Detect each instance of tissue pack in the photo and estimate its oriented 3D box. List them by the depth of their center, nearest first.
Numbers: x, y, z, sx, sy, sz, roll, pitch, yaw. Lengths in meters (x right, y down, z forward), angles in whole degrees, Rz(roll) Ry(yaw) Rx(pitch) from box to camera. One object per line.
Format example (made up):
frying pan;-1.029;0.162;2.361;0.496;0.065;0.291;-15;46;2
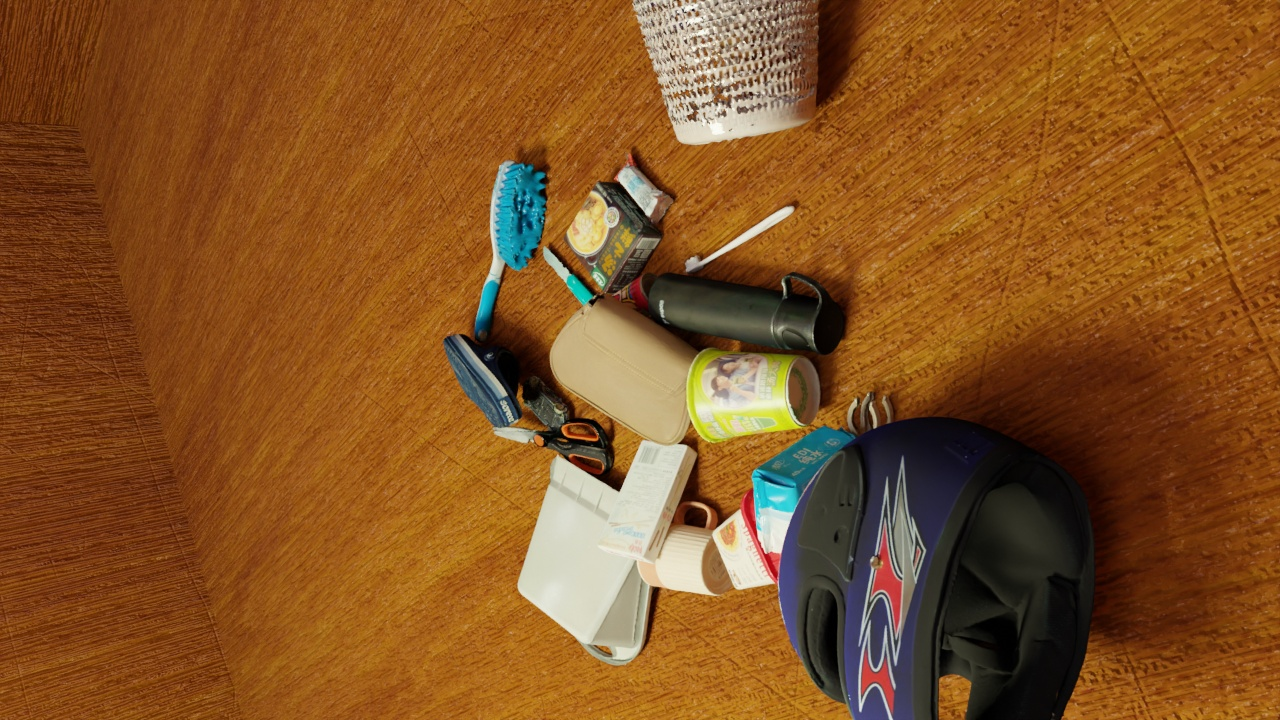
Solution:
tissue pack;0.172;0.133;0.957;0.063;0.139;0.090;19;127;45

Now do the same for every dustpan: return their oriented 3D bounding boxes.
dustpan;-0.060;0.306;1.329;0.223;0.142;0.257;25;91;41

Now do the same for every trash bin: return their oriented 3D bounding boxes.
trash bin;0.096;-0.334;0.958;0.228;0.226;0.192;6;113;46

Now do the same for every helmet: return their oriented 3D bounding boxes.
helmet;0.241;0.206;0.821;0.241;0.247;0.314;-11;49;57

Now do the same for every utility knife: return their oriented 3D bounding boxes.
utility knife;-0.078;-0.093;1.302;0.219;0.013;0.029;48;129;27

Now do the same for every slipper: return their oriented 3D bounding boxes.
slipper;-0.230;0.016;1.410;0.253;0.095;0.105;40;150;56

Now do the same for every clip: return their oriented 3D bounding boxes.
clip;0.245;0.086;0.981;0.074;0.034;0.100;17;113;43

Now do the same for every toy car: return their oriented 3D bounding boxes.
toy car;-0.140;0.067;1.378;0.105;0.031;0.049;44;133;29

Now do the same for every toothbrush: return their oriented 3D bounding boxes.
toothbrush;0.115;-0.145;1.092;0.181;0.016;0.016;-27;71;46

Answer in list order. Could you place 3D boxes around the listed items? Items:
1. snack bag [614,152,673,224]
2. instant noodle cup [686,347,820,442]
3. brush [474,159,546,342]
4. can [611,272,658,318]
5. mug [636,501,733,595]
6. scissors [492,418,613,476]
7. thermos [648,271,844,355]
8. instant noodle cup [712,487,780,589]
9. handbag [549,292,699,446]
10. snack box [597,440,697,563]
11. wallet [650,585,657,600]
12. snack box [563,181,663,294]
snack bag;0.000;-0.224;1.190;0.045;0.026;0.105;-52;61;27
instant noodle cup;0.133;0.038;1.043;0.124;0.111;0.111;-3;94;39
brush;-0.208;-0.155;1.405;0.109;0.060;0.315;32;121;45
can;-0.024;-0.063;1.212;0.133;0.053;0.053;-31;74;38
mug;0.065;0.237;1.167;0.106;0.081;0.114;-2;65;45
scissors;-0.137;0.103;1.355;0.235;0.021;0.139;26;128;24
thermos;0.117;-0.067;1.063;0.243;0.068;0.090;12;117;43
instant noodle cup;0.153;0.203;1.045;0.124;0.116;0.116;-45;64;53
handbag;-0.007;0.007;1.156;0.204;0.099;0.148;33;132;7
snack box;0.009;0.179;1.183;0.085;0.027;0.156;2;62;46
wallet;-0.008;0.287;1.287;0.097;0.019;0.121;44;128;32
snack box;-0.041;-0.156;1.233;0.113;0.053;0.126;52;124;27
